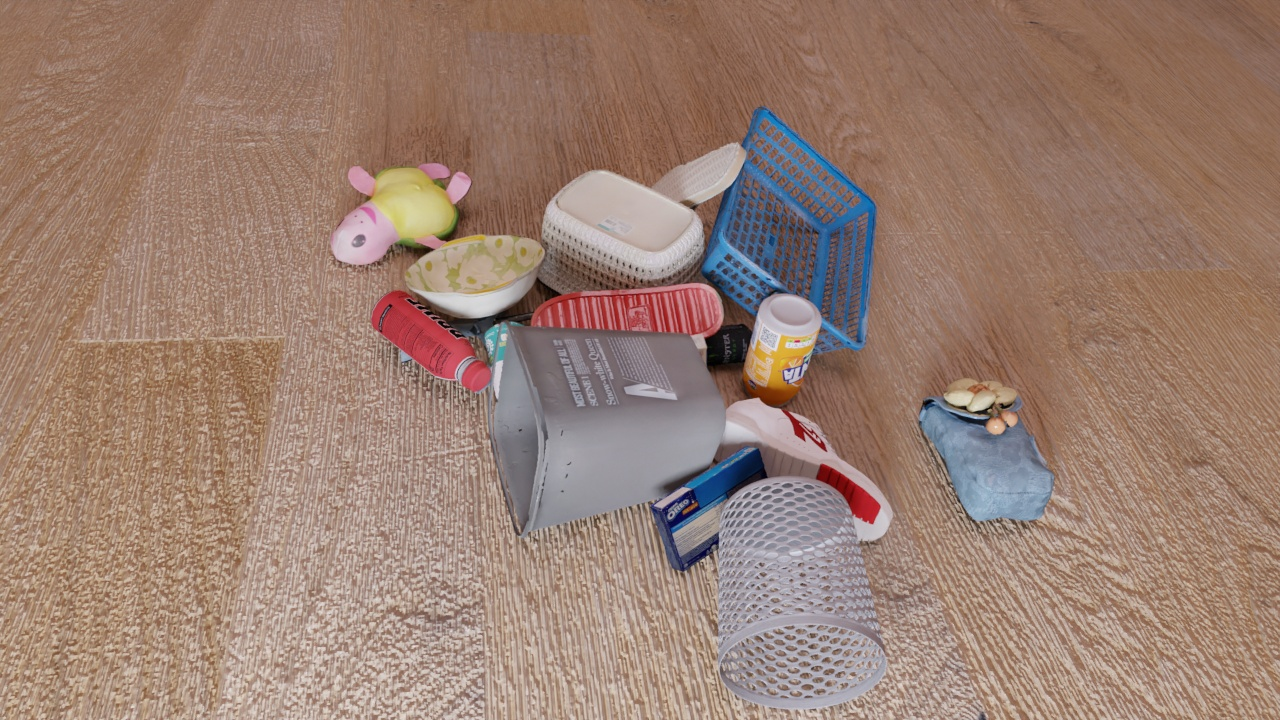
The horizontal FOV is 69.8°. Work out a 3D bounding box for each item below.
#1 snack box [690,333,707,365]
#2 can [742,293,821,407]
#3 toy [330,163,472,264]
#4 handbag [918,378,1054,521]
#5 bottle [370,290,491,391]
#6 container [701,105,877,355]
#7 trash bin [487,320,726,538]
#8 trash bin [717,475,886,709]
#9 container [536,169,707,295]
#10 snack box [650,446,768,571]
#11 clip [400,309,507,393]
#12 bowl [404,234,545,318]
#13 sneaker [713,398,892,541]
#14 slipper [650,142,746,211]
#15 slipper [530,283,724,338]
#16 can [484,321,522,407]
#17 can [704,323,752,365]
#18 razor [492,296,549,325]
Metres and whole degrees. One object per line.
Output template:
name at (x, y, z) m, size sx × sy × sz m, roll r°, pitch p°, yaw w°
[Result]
snack box at (0.009, 0.013, 1.158) m, size 0.150 × 0.082 × 0.026 m, roll -11°, pitch 52°, yaw -6°
can at (0.179, -0.011, 1.177) m, size 0.079 × 0.143 × 0.079 m, roll 4°, pitch 45°, yaw -4°
toy at (-0.350, -0.219, 1.352) m, size 0.190 × 0.088 × 0.237 m, roll 41°, pitch 56°, yaw 4°
handbag at (0.425, 0.099, 1.120) m, size 0.121 × 0.119 × 0.191 m, roll 1°, pitch 40°, yaw -7°
bottle at (-0.258, -0.021, 1.148) m, size 0.177 × 0.062 × 0.062 m, roll 34°, pitch 51°, yaw 24°
container at (0.215, -0.181, 1.331) m, size 0.257 × 0.089 × 0.361 m, roll 36°, pitch 43°, yaw -16°
trash bin at (-0.042, 0.068, 1.046) m, size 0.219 × 0.198 × 0.197 m, roll -4°, pitch 46°, yaw -21°
trash bin at (0.154, 0.229, 0.930) m, size 0.156 × 0.157 × 0.182 m, roll 5°, pitch 42°, yaw -3°
container at (-0.026, -0.157, 1.295) m, size 0.252 × 0.143 × 0.184 m, roll 28°, pitch 53°, yaw 20°
snack box at (0.085, 0.165, 1.034) m, size 0.149 × 0.082 × 0.027 m, roll -26°, pitch 15°, yaw -30°
clip at (-0.210, -0.011, 1.208) m, size 0.172 × 0.031 × 0.164 m, roll -33°, pitch 60°, yaw -32°
bowl at (-0.219, -0.107, 1.241) m, size 0.188 × 0.060 × 0.219 m, roll -16°, pitch 30°, yaw -14°
sneaker at (0.204, 0.117, 1.103) m, size 0.237 × 0.090 × 0.104 m, roll 27°, pitch 42°, yaw 24°
slipper at (0.071, -0.246, 1.349) m, size 0.054 × 0.273 × 0.114 m, roll 38°, pitch 69°, yaw -19°
slipper at (-0.016, -0.043, 1.188) m, size 0.249 × 0.059 × 0.103 m, roll -7°, pitch 74°, yaw 1°
can at (-0.162, 0.006, 1.157) m, size 0.055 × 0.055 × 0.101 m, roll -8°, pitch 71°, yaw -16°
can at (0.084, -0.018, 1.234) m, size 0.137 × 0.054 × 0.054 m, roll -6°, pitch 47°, yaw -14°
razor at (-0.155, -0.060, 1.246) m, size 0.105 × 0.026 × 0.042 m, roll -14°, pitch 49°, yaw -41°
